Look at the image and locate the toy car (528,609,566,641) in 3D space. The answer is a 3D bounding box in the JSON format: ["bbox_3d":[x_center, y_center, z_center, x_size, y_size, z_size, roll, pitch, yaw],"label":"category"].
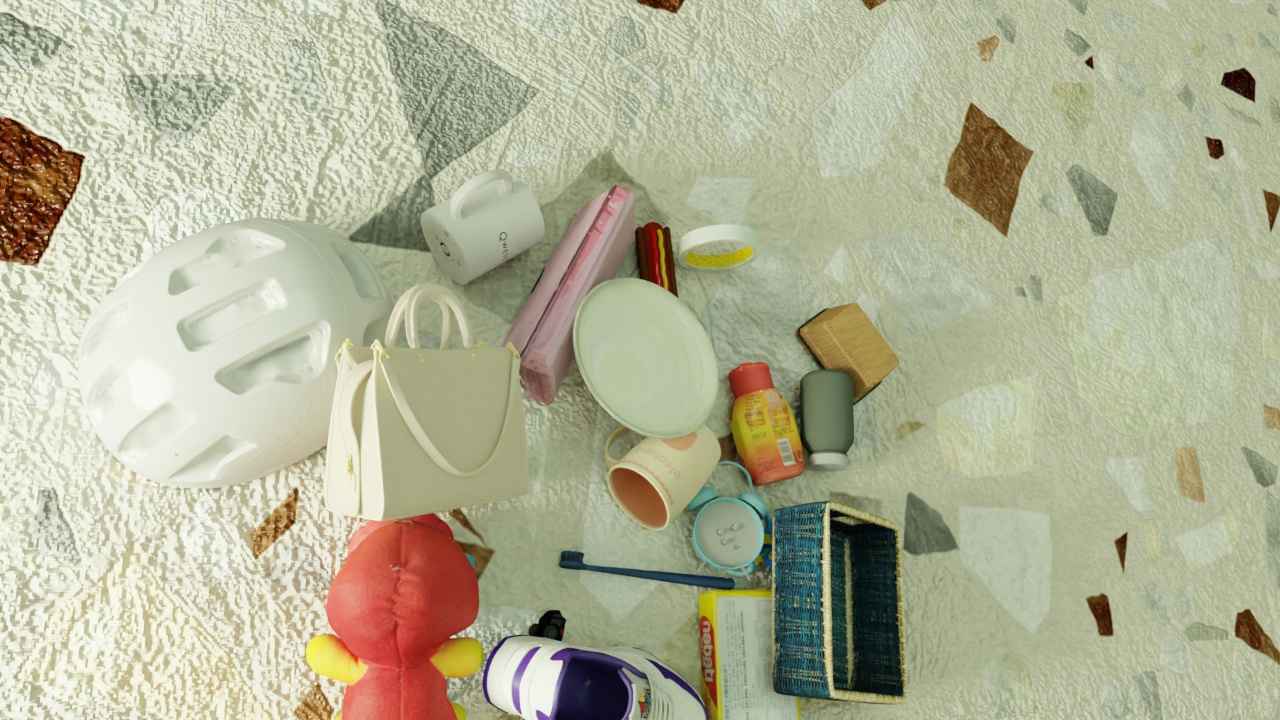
[{"bbox_3d":[-0.093,0.282,0.867,0.036,0.042,0.091,33,65,-16],"label":"toy car"}]

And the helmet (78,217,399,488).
[{"bbox_3d":[-0.365,-0.013,0.831,0.282,0.184,0.224,-25,78,-5],"label":"helmet"}]

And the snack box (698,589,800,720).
[{"bbox_3d":[0.111,0.335,0.925,0.092,0.042,0.200,4,72,-19],"label":"snack box"}]

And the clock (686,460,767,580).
[{"bbox_3d":[0.091,0.164,0.964,0.087,0.042,0.123,8,67,-6],"label":"clock"}]

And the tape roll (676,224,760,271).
[{"bbox_3d":[0.088,-0.126,1.033,0.094,0.094,0.019,2,72,-20],"label":"tape roll"}]

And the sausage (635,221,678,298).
[{"bbox_3d":[0.020,-0.082,1.026,0.040,0.040,0.155,0,73,-20],"label":"sausage"}]

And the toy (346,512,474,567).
[{"bbox_3d":[-0.207,0.190,0.848,0.092,0.062,0.133,-41,108,-12],"label":"toy"}]

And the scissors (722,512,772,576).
[{"bbox_3d":[0.136,0.217,0.987,0.108,0.018,0.131,-38,87,-23],"label":"scissors"}]

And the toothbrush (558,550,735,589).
[{"bbox_3d":[0.009,0.216,0.940,0.190,0.016,0.017,12,63,-16],"label":"toothbrush"}]

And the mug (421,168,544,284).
[{"bbox_3d":[-0.160,-0.147,0.935,0.096,0.120,0.083,-34,71,-26],"label":"mug"}]

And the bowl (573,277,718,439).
[{"bbox_3d":[-0.006,0.006,0.947,0.176,0.058,0.176,17,58,-30],"label":"bowl"}]

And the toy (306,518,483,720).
[{"bbox_3d":[-0.202,0.241,0.776,0.147,0.099,0.216,-1,104,-26],"label":"toy"}]

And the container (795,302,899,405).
[{"bbox_3d":[0.246,-0.012,1.074,0.063,0.061,0.114,-35,87,-26],"label":"container"}]

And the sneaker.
[{"bbox_3d":[-0.013,0.305,0.825,0.244,0.111,0.091,25,70,-31],"label":"sneaker"}]

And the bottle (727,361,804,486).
[{"bbox_3d":[0.135,0.068,1.015,0.071,0.049,0.134,-8,77,-24],"label":"bottle"}]

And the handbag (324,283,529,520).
[{"bbox_3d":[-0.184,0.031,0.821,0.194,0.101,0.198,-1,92,-54],"label":"handbag"}]

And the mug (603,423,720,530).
[{"bbox_3d":[0.018,0.103,0.950,0.111,0.085,0.104,33,52,24],"label":"mug"}]

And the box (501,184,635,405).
[{"bbox_3d":[-0.083,-0.078,0.963,0.080,0.099,0.232,21,67,10],"label":"box"}]

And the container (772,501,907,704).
[{"bbox_3d":[0.202,0.250,0.941,0.145,0.071,0.187,23,62,-41],"label":"container"}]

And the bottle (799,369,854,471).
[{"bbox_3d":[0.211,0.068,1.036,0.060,0.060,0.108,9,70,-18],"label":"bottle"}]
